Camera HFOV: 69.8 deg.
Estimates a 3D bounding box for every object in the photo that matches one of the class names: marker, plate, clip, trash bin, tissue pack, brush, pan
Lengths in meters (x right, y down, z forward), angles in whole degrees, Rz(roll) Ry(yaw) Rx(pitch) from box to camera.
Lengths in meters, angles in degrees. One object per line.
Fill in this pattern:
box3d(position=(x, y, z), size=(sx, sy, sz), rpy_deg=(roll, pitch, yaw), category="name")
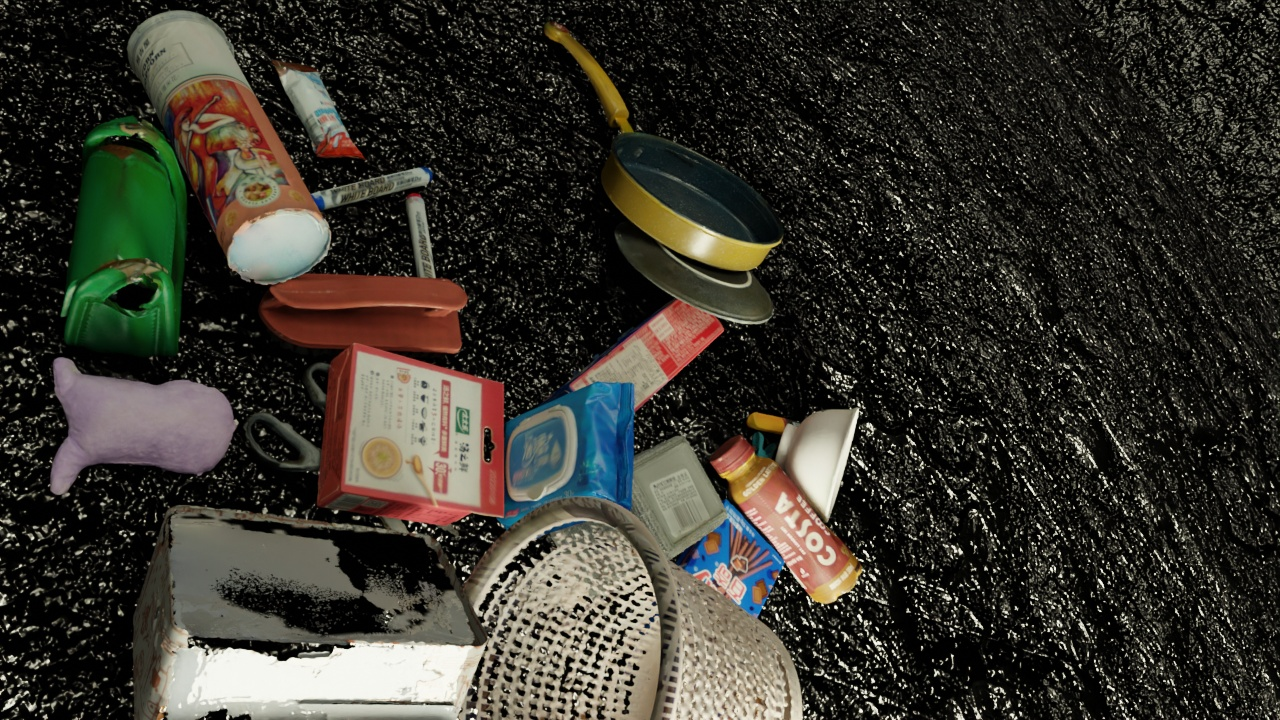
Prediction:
box3d(position=(-0.235, -0.141, 0.766), size=(0.145, 0.017, 0.017), rpy_deg=(-28, 85, -44), category="marker")
box3d(position=(0.058, -0.097, 0.914), size=(0.179, 0.024, 0.179), rpy_deg=(22, 26, -12), category="plate")
box3d(position=(0.120, 0.099, 0.917), size=(0.049, 0.015, 0.056), rpy_deg=(35, 48, -22), category="clip")
box3d(position=(-0.001, 0.229, 0.628), size=(0.192, 0.228, 0.227), rpy_deg=(30, 50, -39), category="trash bin")
box3d(position=(-0.061, 0.077, 0.688), size=(0.052, 0.158, 0.094), rpy_deg=(20, 59, -38), category="tissue pack")
box3d(position=(-0.206, -0.038, 0.685), size=(0.145, 0.069, 0.063), rpy_deg=(1, 65, -29), category="brush")
box3d(position=(0.006, -0.228, 0.957), size=(0.357, 0.078, 0.197), rpy_deg=(43, 31, 20), category="pan")
box3d(position=(0.159, 0.072, 0.964), size=(0.123, 0.015, 0.018), rpy_deg=(13, 57, -36), category="marker")
box3d(position=(-0.181, -0.076, 0.773), size=(0.017, 0.017, 0.145), rpy_deg=(3, 65, -38), category="marker")

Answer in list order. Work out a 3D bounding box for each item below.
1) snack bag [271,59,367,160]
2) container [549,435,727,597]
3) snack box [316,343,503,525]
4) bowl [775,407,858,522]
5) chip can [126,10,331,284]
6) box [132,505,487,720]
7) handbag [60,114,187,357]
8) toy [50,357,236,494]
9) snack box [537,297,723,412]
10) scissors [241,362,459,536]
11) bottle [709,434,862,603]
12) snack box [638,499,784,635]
box3d(position=(-0.270, -0.209, 0.770), size=(0.048, 0.026, 0.104), rpy_deg=(-14, 76, -55), category="snack bag")
box3d(position=(-0.003, 0.122, 0.735), size=(0.090, 0.115, 0.090), rpy_deg=(-24, 82, -44), category="container")
box3d(position=(-0.166, 0.059, 0.678), size=(0.127, 0.044, 0.113), rpy_deg=(18, 56, -36), category="snack box")
box3d(position=(0.171, 0.096, 0.914), size=(0.065, 0.118, 0.118), rpy_deg=(15, 47, 16), category="bowl")
box3d(position=(-0.292, -0.153, 0.649), size=(0.071, 0.071, 0.214), rpy_deg=(-12, 58, -42), category="chip can")
box3d(position=(-0.208, 0.215, 0.546), size=(0.183, 0.193, 0.157), rpy_deg=(14, 16, -32), category="box")
box3d(position=(-0.324, -0.073, 0.586), size=(0.068, 0.120, 0.131), rpy_deg=(6, 64, -30), category="handbag")
box3d(position=(-0.314, 0.044, 0.585), size=(0.107, 0.039, 0.083), rpy_deg=(8, 76, -41), category="toy")
box3d(position=(-0.005, 0.005, 0.840), size=(0.058, 0.057, 0.206), rpy_deg=(54, 45, -4), category="snack box")
box3d(position=(-0.208, 0.076, 0.670), size=(0.159, 0.014, 0.170), rpy_deg=(8, 63, -36), category="scissors")
box3d(position=(0.135, 0.148, 0.870), size=(0.175, 0.058, 0.057), rpy_deg=(50, 46, -5), category="bottle")
box3d(position=(0.065, 0.205, 0.805), size=(0.084, 0.026, 0.156), rpy_deg=(47, 46, -9), category="snack box")
